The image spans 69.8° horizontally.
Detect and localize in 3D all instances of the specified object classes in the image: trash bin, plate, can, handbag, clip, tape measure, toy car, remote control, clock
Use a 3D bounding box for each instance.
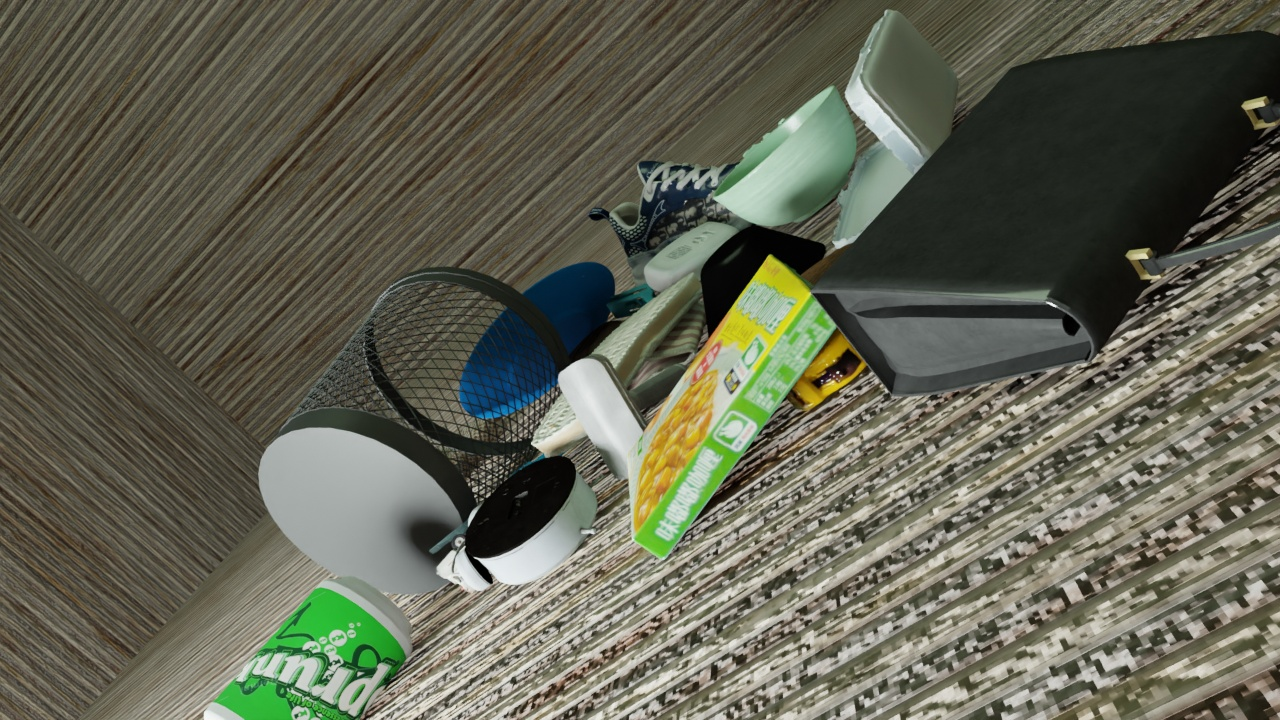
[{"bbox_3d":[-0.201,0.065,0.845,0.218,0.218,0.226,-34,19,34],"label":"trash bin"},{"bbox_3d":[-0.105,-0.013,1.025,0.224,0.024,0.225,-39,-22,-19],"label":"plate"},{"bbox_3d":[-0.237,0.233,0.665,0.088,0.088,0.139,-27,20,51],"label":"can"},{"bbox_3d":[0.200,-0.068,0.383,0.175,0.072,0.196,-47,17,-16],"label":"handbag"},{"bbox_3d":[0.019,-0.067,0.986,0.122,0.033,0.120,-30,25,10],"label":"clip"},{"bbox_3d":[0.111,-0.010,0.526,0.059,0.030,0.068,-35,21,34],"label":"tape measure"},{"bbox_3d":[-0.108,0.132,0.715,0.113,0.039,0.039,-45,-16,-12],"label":"toy car"},{"bbox_3d":[0.055,-0.108,0.960,0.060,0.028,0.114,22,49,41],"label":"remote control"},{"bbox_3d":[-0.085,0.118,0.650,0.123,0.035,0.094,-29,24,19],"label":"clock"},{"bbox_3d":[-0.251,0.136,1.126,0.186,0.047,0.123,-33,15,37],"label":"handbag"}]

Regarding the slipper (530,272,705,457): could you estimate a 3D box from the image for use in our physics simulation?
[{"bbox_3d":[-0.005,0.005,0.792,0.115,0.052,0.262,-31,13,37],"label":"slipper"}]

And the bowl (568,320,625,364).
[{"bbox_3d":[-0.049,-0.009,1.014,0.119,0.032,0.119,-40,13,11],"label":"bowl"}]

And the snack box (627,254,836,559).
[{"bbox_3d":[0.047,0.021,0.546,0.168,0.027,0.132,-55,10,12],"label":"snack box"}]

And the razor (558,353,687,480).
[{"bbox_3d":[0.002,0.027,0.684,0.047,0.088,0.116,-33,-4,36],"label":"razor"}]

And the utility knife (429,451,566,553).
[{"bbox_3d":[-0.096,0.095,0.764,0.219,0.015,0.031,-40,-18,-43],"label":"utility knife"}]

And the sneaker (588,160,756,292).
[{"bbox_3d":[0.053,-0.185,1.057,0.270,0.132,0.103,-28,17,45],"label":"sneaker"}]

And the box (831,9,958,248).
[{"bbox_3d":[0.185,-0.191,0.734,0.129,0.105,0.209,-39,12,32],"label":"box"}]

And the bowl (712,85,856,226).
[{"bbox_3d":[0.148,-0.181,0.872,0.151,0.077,0.150,-42,10,9],"label":"bowl"}]

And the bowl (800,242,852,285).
[{"bbox_3d":[0.129,-0.053,0.626,0.114,0.026,0.101,-33,16,36],"label":"bowl"}]

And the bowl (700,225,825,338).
[{"bbox_3d":[0.088,-0.075,0.764,0.124,0.052,0.124,-40,13,11],"label":"bowl"}]
